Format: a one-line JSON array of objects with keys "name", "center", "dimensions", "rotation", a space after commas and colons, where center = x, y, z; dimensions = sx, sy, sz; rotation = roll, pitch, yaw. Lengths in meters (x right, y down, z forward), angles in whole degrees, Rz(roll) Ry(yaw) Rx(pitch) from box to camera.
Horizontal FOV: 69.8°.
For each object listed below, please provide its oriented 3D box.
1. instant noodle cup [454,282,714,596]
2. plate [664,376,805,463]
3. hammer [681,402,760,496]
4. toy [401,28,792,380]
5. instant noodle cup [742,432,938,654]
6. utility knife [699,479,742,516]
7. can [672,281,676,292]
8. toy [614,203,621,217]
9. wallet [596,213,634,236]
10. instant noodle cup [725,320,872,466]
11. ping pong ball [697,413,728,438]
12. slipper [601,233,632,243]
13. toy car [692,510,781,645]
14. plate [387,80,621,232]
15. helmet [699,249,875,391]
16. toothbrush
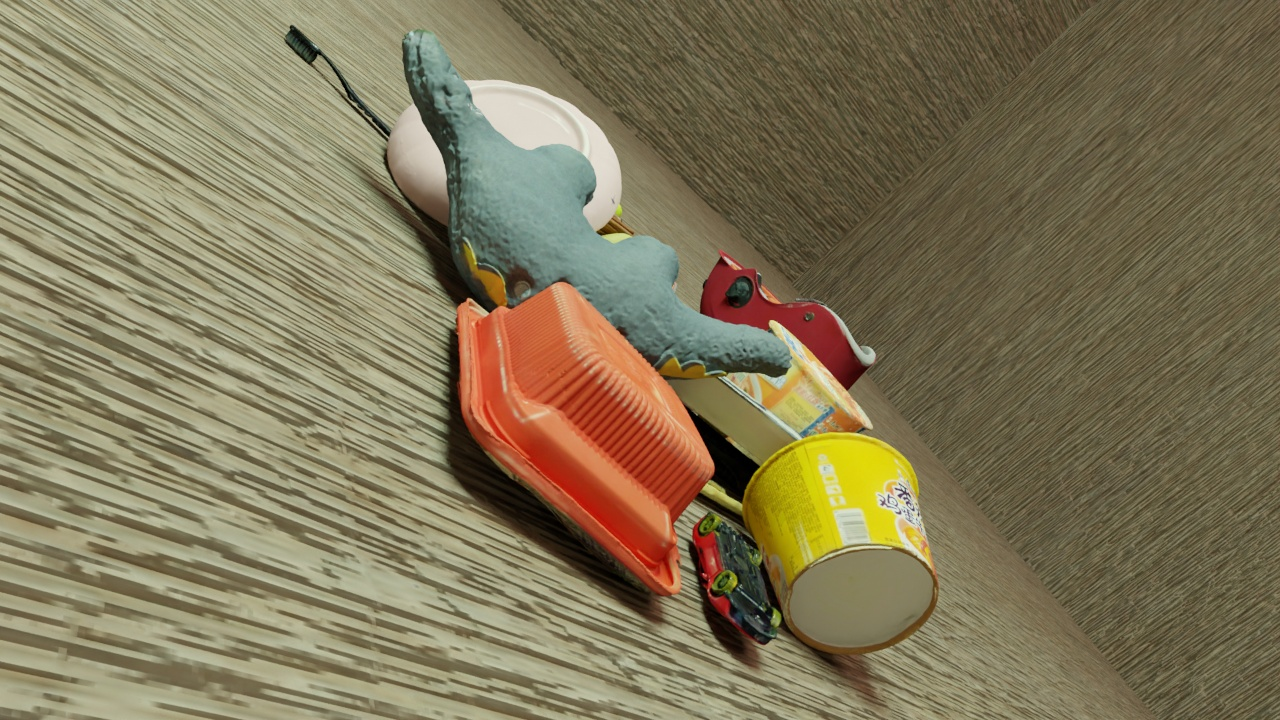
[{"name": "instant noodle cup", "center": [-0.030, 0.030, 0.537], "dimensions": [0.164, 0.079, 0.188], "rotation": [45, 8, -26]}, {"name": "plate", "center": [0.092, 0.052, 0.780], "dimensions": [0.265, 0.034, 0.162], "rotation": [37, 4, -14]}, {"name": "hammer", "center": [0.119, 0.124, 0.819], "dimensions": [0.300, 0.033, 0.128], "rotation": [40, 14, -28]}, {"name": "toy", "center": [-0.053, -0.076, 0.641], "dimensions": [0.356, 0.137, 0.091], "rotation": [43, -16, -7]}, {"name": "instant noodle cup", "center": [0.151, 0.139, 0.677], "dimensions": [0.138, 0.138, 0.109], "rotation": [41, 22, -23]}, {"name": "utility knife", "center": [0.046, 0.098, 0.710], "dimensions": [0.190, 0.020, 0.031], "rotation": [29, -6, -43]}, {"name": "can", "center": [-0.018, -0.086, 0.934], "dimensions": [0.094, 0.067, 0.066], "rotation": [42, 14, -18]}, {"name": "toy", "center": [-0.057, -0.165, 1.031], "dimensions": [0.031, 0.100, 0.096], "rotation": [-4, 64, -33]}, {"name": "wallet", "center": [-0.075, -0.136, 0.840], "dimensions": [0.130, 0.119, 0.035], "rotation": [25, 69, -57]}, {"name": "instant noodle cup", "center": [0.147, 0.050, 0.948], "dimensions": [0.151, 0.111, 0.151], "rotation": [43, 14, -14]}, {"name": "ping pong ball", "center": [0.074, 0.054, 0.865], "dimensions": [0.040, 0.040, 0.040], "rotation": [43, 14, -14]}, {"name": "slipper", "center": [-0.046, -0.065, 0.793], "dimensions": [0.190, 0.092, 0.081], "rotation": [-66, 148, -83]}, {"name": "toy car", "center": [0.058, 0.140, 0.584], "dimensions": [0.049, 0.031, 0.106], "rotation": [41, 13, -20]}, {"name": "plate", "center": [-0.104, -0.170, 0.738], "dimensions": [0.192, 0.039, 0.192], "rotation": [10, 48, -12]}, {"name": "helmet", "center": [0.159, -0.024, 1.150], "dimensions": [0.240, 0.144, 0.206], "rotation": [38, 7, 33]}, {"name": "toothbrush", "center": [-0.225, -0.204, 0.767], "dimensions": [0.189, 0.016, 0.014], "rotation": [47, 4, -9]}]
